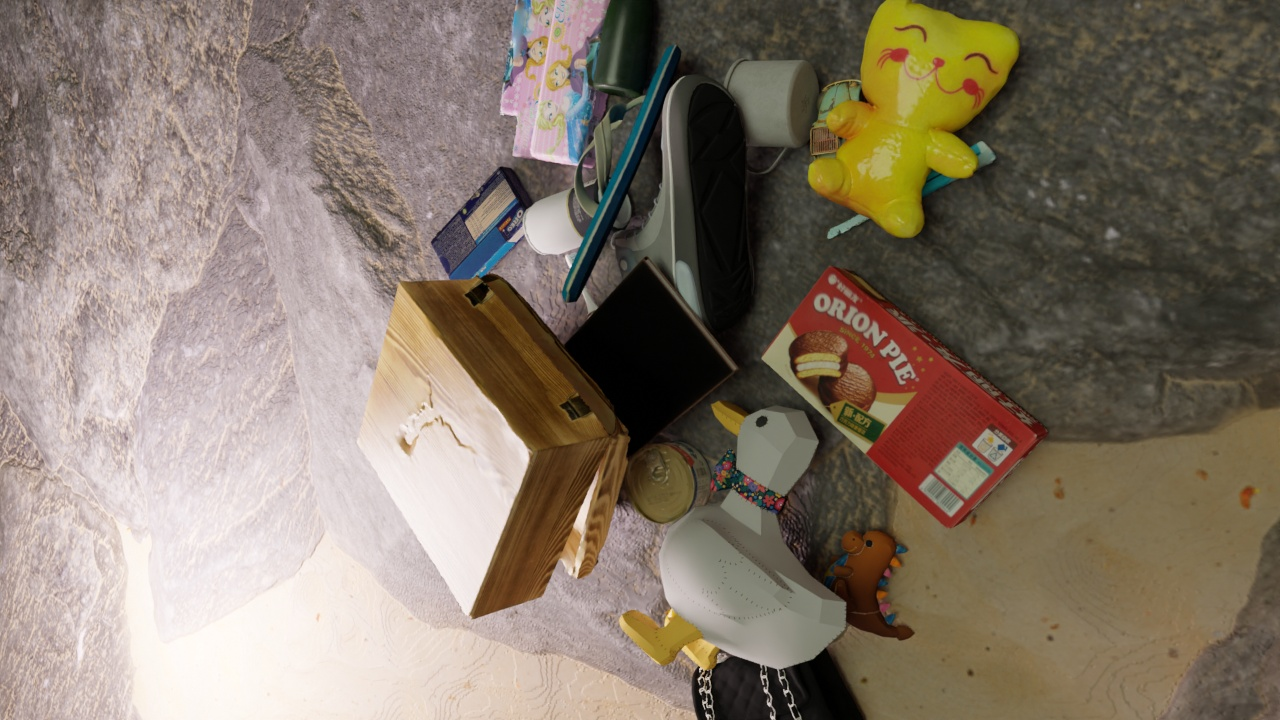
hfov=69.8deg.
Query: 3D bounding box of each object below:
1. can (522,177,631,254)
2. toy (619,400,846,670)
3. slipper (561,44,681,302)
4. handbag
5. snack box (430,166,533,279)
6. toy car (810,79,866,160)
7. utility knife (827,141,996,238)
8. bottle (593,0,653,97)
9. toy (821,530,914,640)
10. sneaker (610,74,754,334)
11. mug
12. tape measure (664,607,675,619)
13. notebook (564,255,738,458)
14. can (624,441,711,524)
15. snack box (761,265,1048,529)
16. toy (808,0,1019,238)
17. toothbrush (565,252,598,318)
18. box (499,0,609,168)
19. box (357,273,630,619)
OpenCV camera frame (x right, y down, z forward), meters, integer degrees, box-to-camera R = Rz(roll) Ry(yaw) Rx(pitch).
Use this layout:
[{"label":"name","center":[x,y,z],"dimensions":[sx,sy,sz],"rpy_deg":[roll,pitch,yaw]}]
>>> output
[{"label":"can","center":[-0.076,-0.159,1.030],"dimensions":[0.128,0.064,0.064],"rpy_deg":[-13,84,33]},{"label":"toy","center":[0.102,0.177,0.874],"dimensions":[0.268,0.140,0.247],"rpy_deg":[-55,47,8]},{"label":"slipper","center":[-0.031,-0.199,0.922],"dimensions":[0.060,0.118,0.294],"rpy_deg":[24,80,-6]},{"label":"handbag","center":[0.117,0.342,0.892],"dimensions":[0.154,0.114,0.125],"rpy_deg":[-29,75,35]},{"label":"snack box","center":[-0.193,-0.159,1.130],"dimensions":[0.151,0.027,0.082],"rpy_deg":[-39,73,30]},{"label":"toy car","center":[0.184,-0.210,0.865],"dimensions":[0.047,0.047,0.112],"rpy_deg":[1,92,37]},{"label":"utility knife","center":[0.246,-0.151,0.848],"dimensions":[0.169,0.015,0.022],"rpy_deg":[-29,70,34]},{"label":"bottle","center":[-0.010,-0.375,0.985],"dimensions":[0.055,0.055,0.174],"rpy_deg":[15,99,32]},{"label":"toy","center":[0.224,0.212,0.864],"dimensions":[0.103,0.070,0.090],"rpy_deg":[31,96,5]},{"label":"sneaker","center":[0.025,-0.155,0.914],"dimensions":[0.161,0.092,0.257],"rpy_deg":[18,128,42]},{"label":"mug","center":[0.128,-0.234,0.889],"dimensions":[0.071,0.084,0.113],"rpy_deg":[10,127,31]},{"label":"tape measure","center":[0.061,0.277,0.976],"dimensions":[0.068,0.030,0.059],"rpy_deg":[41,113,23]},{"label":"notebook","center":[-0.006,0.006,0.953],"dimensions":[0.141,0.008,0.210],"rpy_deg":[51,135,5]},{"label":"can","center":[0.030,0.130,0.984],"dimensions":[0.086,0.043,0.086],"rpy_deg":[1,93,33]},{"label":"snack box","center":[0.233,0.028,0.834],"dimensions":[0.236,0.060,0.113],"rpy_deg":[44,114,24]},{"label":"toy","center":[0.237,-0.207,0.801],"dimensions":[0.134,0.087,0.194],"rpy_deg":[25,98,16]},{"label":"toothbrush","center":[-0.038,-0.024,1.032],"dimensions":[0.027,0.026,0.222],"rpy_deg":[118,131,-70]},{"label":"box","center":[-0.102,-0.347,1.060],"dimensions":[0.160,0.035,0.230],"rpy_deg":[16,99,33]},{"label":"box","center":[-0.148,0.071,0.972],"dimensions":[0.279,0.175,0.248],"rpy_deg":[47,129,35]}]
